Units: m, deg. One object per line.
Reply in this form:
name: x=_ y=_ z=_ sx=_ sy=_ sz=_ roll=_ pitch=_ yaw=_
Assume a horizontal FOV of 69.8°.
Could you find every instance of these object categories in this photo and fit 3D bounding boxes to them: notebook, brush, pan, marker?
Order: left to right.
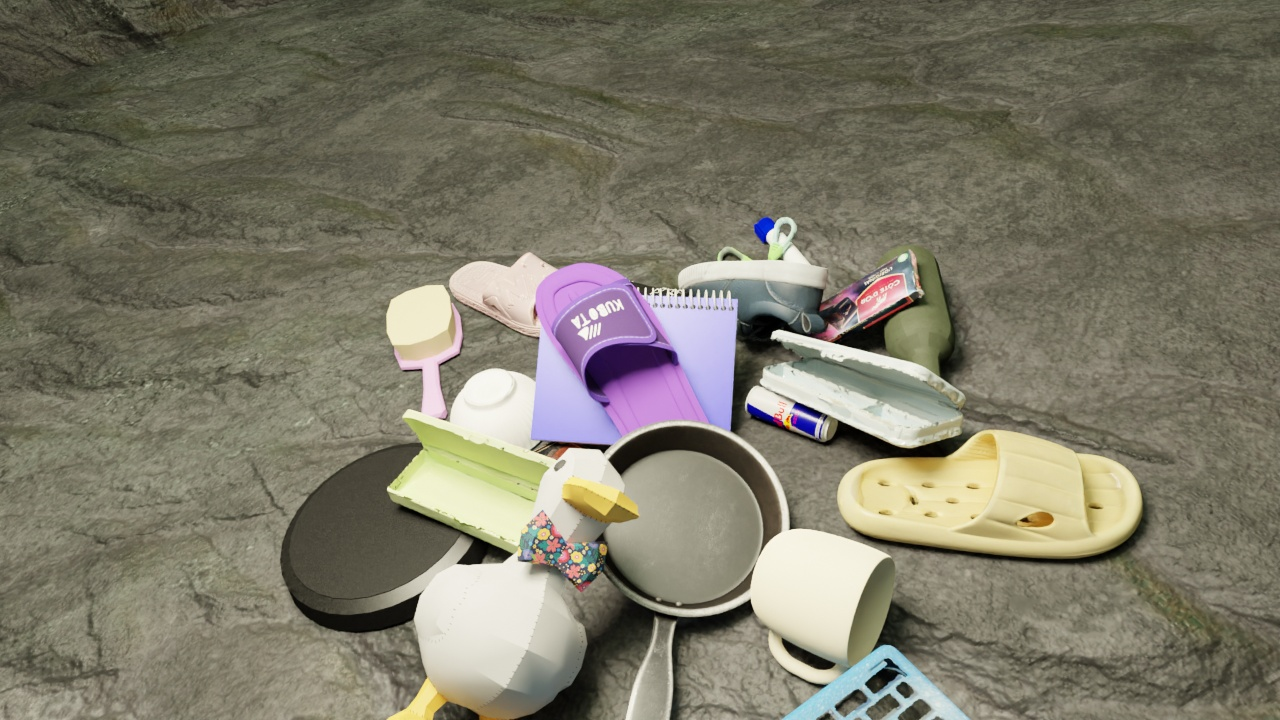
brush: x=-0.268 y=-0.013 z=1.145 sx=0.089 sy=0.043 sz=0.228 roll=-17 pitch=41 yaw=-3
pan: x=-0.197 y=0.166 z=0.932 sx=0.357 sy=0.034 sz=0.224 roll=-5 pitch=41 yaw=12
notebook: x=-0.006 y=0.006 z=0.975 sx=0.209 sy=0.022 sz=0.171 roll=3 pitch=80 yaw=8
pan: x=0.024 y=0.211 z=0.794 sx=0.187 sy=0.055 sz=0.355 roll=12 pitch=60 yaw=2
marker: x=0.184 y=-0.141 z=1.174 sx=0.027 sy=0.023 sz=0.133 roll=-20 pitch=41 yaw=-7

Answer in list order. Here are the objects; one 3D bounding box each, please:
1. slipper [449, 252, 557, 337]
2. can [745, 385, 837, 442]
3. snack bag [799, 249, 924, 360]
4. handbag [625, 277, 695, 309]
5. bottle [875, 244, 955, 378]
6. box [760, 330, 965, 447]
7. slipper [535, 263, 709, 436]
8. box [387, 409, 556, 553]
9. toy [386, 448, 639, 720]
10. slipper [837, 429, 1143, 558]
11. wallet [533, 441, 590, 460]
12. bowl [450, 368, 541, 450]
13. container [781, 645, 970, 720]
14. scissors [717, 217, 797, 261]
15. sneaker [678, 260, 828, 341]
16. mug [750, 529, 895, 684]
slipper: x=-0.163 y=-0.096 z=1.193 sx=0.240 sy=0.064 sz=0.094 roll=19 pitch=51 yaw=34
can: x=0.157 y=0.055 z=0.954 sx=0.095 sy=0.032 sz=0.032 roll=20 pitch=51 yaw=33
snack bag: x=0.239 y=-0.058 z=1.011 sx=0.156 sy=0.018 sz=0.074 roll=-33 pitch=31 yaw=32
handbag: x=-0.016 y=-0.058 z=1.070 sx=0.154 sy=0.115 sz=0.124 roll=14 pitch=47 yaw=33
bottle: x=0.299 y=-0.039 z=0.991 sx=0.071 sy=0.071 sz=0.206 roll=-4 pitch=42 yaw=11
box: x=0.216 y=0.038 z=0.917 sx=0.216 sy=0.122 sz=0.083 roll=19 pitch=80 yaw=55
slipper: x=-0.015 y=0.004 z=0.918 sx=0.107 sy=0.084 sz=0.266 roll=-32 pitch=76 yaw=0
box: x=-0.160 y=0.126 z=0.893 sx=0.188 sy=0.091 sz=0.083 roll=15 pitch=61 yaw=24
toy: x=-0.101 y=0.198 z=0.758 sx=0.247 sy=0.141 sz=0.267 roll=-23 pitch=40 yaw=64
slipper: x=0.308 y=0.113 z=0.815 sx=0.262 sy=0.079 sz=0.111 roll=-2 pitch=46 yaw=15
wallet: x=-0.060 y=0.120 z=0.942 sx=0.123 sy=0.019 sz=0.072 roll=23 pitch=34 yaw=35
bowl: x=-0.162 y=0.051 z=1.028 sx=0.118 sy=0.062 sz=0.117 roll=-8 pitch=41 yaw=7
container: x=0.117 y=0.356 z=0.586 sx=0.361 sy=0.089 sz=0.257 roll=-30 pitch=43 yaw=-18
scissors: x=0.160 y=-0.119 z=1.141 sx=0.159 sy=0.025 sz=0.171 roll=-40 pitch=42 yaw=-10
sneaker: x=0.125 y=-0.067 z=1.053 sx=0.089 sy=0.087 sz=0.236 roll=6 pitch=1 yaw=-31
mug: x=0.141 y=0.201 z=0.758 sx=0.100 sy=0.096 sz=0.120 roll=16 pitch=90 yaw=33
